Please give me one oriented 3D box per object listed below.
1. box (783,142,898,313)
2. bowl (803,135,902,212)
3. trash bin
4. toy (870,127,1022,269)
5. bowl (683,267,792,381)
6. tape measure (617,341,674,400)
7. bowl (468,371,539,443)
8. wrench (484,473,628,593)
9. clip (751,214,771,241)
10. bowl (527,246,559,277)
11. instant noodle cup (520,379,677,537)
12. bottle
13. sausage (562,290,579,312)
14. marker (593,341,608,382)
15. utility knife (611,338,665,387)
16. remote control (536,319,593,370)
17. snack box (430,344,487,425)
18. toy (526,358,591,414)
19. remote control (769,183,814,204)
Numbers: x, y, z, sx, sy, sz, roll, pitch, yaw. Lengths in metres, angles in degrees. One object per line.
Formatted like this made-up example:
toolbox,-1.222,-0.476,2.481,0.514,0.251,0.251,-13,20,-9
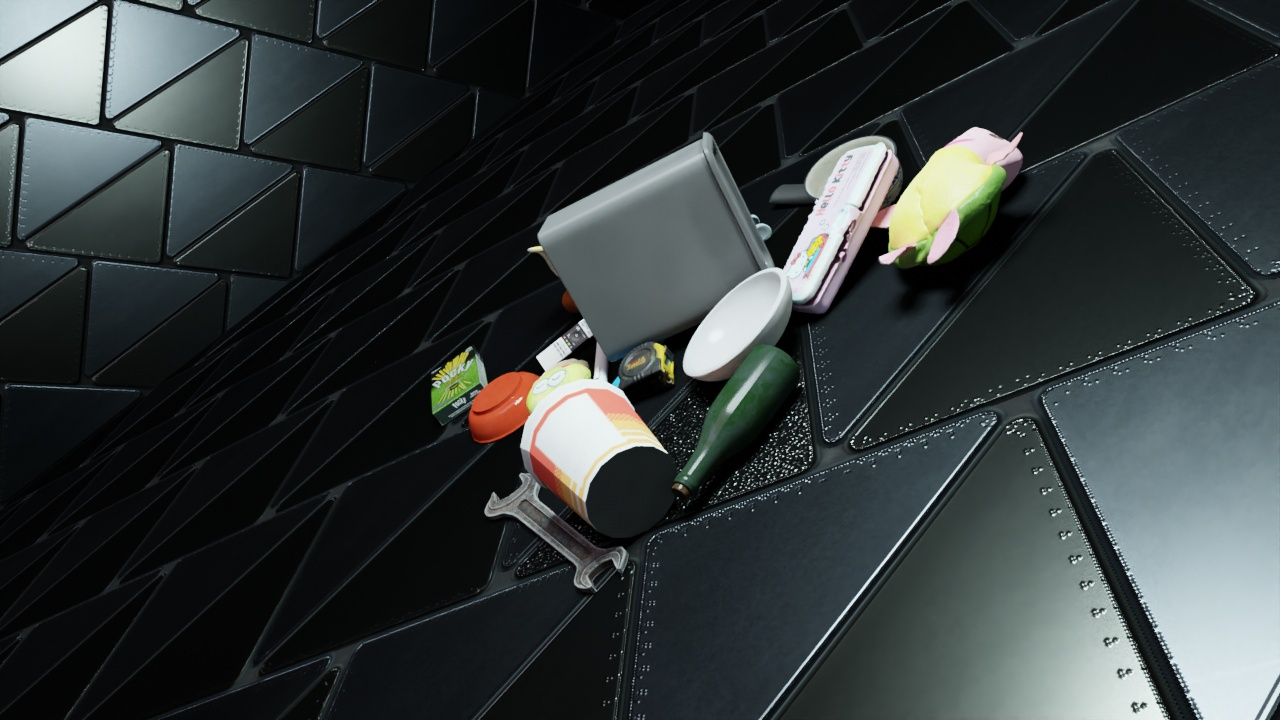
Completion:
box,0.209,-0.147,1.007,0.086,0.044,0.202,16,77,60
bowl,0.262,-0.210,1.104,0.116,0.059,0.115,-25,36,19
trash bin,0.023,-0.129,1.082,0.220,0.192,0.097,-24,21,16
toy,0.316,-0.161,0.935,0.191,0.087,0.237,-35,11,50
bowl,0.112,-0.029,0.980,0.150,0.043,0.149,-43,19,18
tape measure,0.007,0.012,1.058,0.067,0.038,0.062,-25,35,25
bowl,-0.180,0.054,1.205,0.122,0.035,0.121,-27,27,15
wrench,-0.091,0.170,0.929,0.070,0.010,0.274,-42,27,-16
clip,0.082,-0.154,1.241,0.172,0.029,0.143,-31,30,-10
bowl,-0.048,-0.141,1.305,0.219,0.060,0.188,-6,9,-6
instant noodle cup,-0.034,0.098,0.873,0.123,0.123,0.121,-39,33,-9
bottle,0.084,0.062,0.860,0.055,0.055,0.173,2,45,51
sausage,-0.056,-0.086,1.296,0.164,0.039,0.044,8,58,54
marker,-0.049,-0.003,1.167,0.017,0.020,0.133,-18,28,10
utility knife,-0.007,0.006,1.108,0.031,0.015,0.158,-8,37,48
remote control,-0.085,-0.032,1.242,0.124,0.012,0.028,-38,67,6
snack box,-0.268,0.034,1.354,0.080,0.025,0.147,-34,26,1
toy,-0.101,0.030,1.144,0.092,0.046,0.115,-31,18,12
remote control,0.235,-0.225,1.216,0.041,0.020,0.152,-46,30,-26
